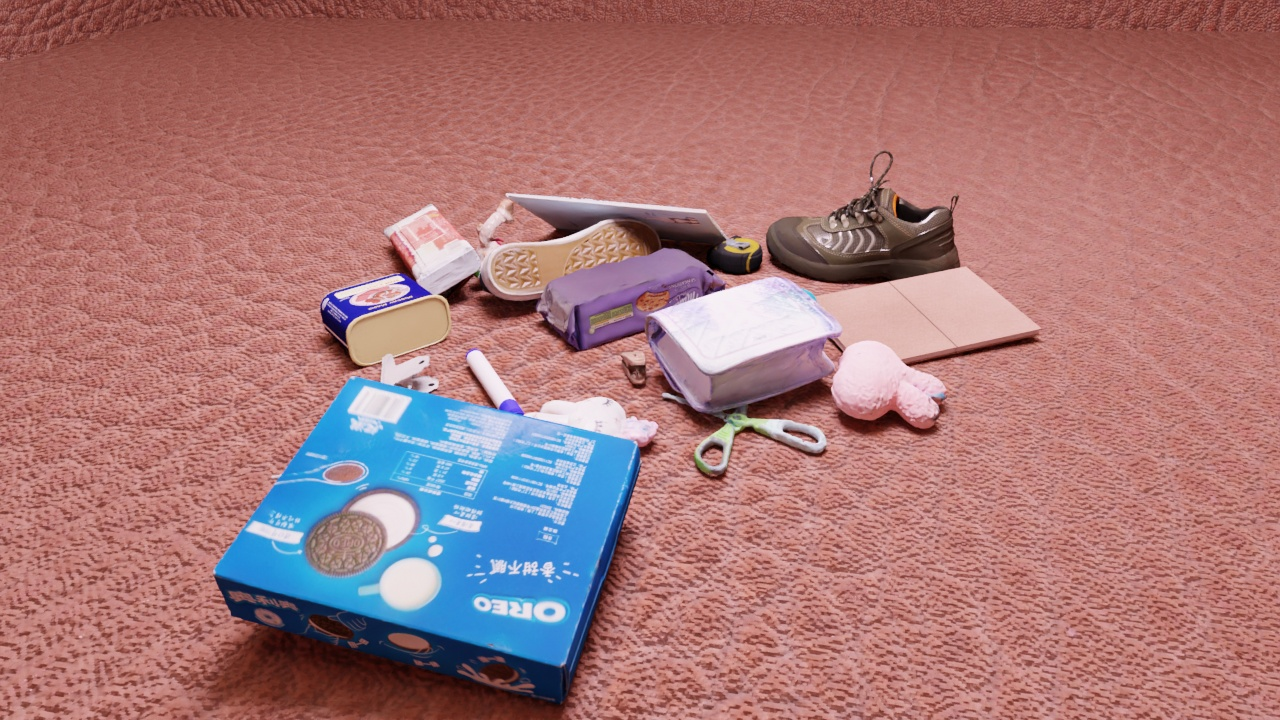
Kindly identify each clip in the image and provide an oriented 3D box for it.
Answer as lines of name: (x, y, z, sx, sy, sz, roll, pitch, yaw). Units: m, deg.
clip: (-0.232, 0.023, 0.922, 0.055, 0.045, 0.101, -13, 32, -5)
clip: (-0.006, 0.001, 0.930, 0.026, 0.052, 0.058, -4, 57, -4)

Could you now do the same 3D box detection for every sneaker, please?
sneaker: (0.268, -0.172, 1.107, 0.238, 0.143, 0.100, 9, 32, 19)
sneaker: (-0.085, -0.112, 1.108, 0.235, 0.087, 0.079, -14, -3, -28)

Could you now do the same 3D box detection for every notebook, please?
notebook: (-0.021, -0.179, 1.173, 0.254, 0.009, 0.181, 7, -3, 16)
notebook: (0.303, -0.049, 1.003, 0.209, 0.008, 0.141, -12, 37, -13)

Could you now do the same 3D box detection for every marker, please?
marker: (-0.144, 0.027, 0.902, 0.020, 0.020, 0.141, -14, 31, -21)

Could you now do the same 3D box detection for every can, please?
can: (-0.281, -0.048, 1.005, 0.116, 0.057, 0.092, -21, 34, -31)

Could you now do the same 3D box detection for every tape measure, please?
tape measure: (0.123, -0.135, 1.159, 0.061, 0.034, 0.061, 23, 38, 33)

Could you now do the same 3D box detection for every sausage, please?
sausage: (-0.225, -0.102, 1.132, 0.020, 0.020, 0.155, 6, 31, 13)

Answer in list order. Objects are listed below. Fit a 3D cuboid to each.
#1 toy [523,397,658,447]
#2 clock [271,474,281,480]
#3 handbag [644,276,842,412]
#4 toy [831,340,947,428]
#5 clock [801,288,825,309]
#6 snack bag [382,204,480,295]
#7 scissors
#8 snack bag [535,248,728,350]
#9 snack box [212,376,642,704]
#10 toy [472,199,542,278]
toy: (-0.046, 0.057, 0.827, 0.123, 0.038, 0.079, 7, 24, 9)
clock: (-0.212, 0.086, 0.760, 0.156, 0.061, 0.103, -26, 39, -33)
handbag: (0.099, -0.020, 0.895, 0.158, 0.069, 0.126, -18, 43, -19)
toy: (0.233, 0.025, 0.861, 0.105, 0.053, 0.108, 21, 35, 16)
clock: (0.139, -0.055, 1.008, 0.099, 0.044, 0.129, -16, 24, -13)
snack bag: (-0.264, -0.141, 1.150, 0.077, 0.041, 0.225, -32, 29, -10)
scissors: (0.094, 0.058, 0.848, 0.172, 0.023, 0.171, 2, 31, 17)
snack bag: (-0.011, -0.078, 1.039, 0.205, 0.058, 0.096, -21, 34, -25)
snack box: (-0.136, 0.115, 0.647, 0.239, 0.056, 0.195, 13, 42, 7)
toy: (-0.178, -0.138, 1.138, 0.074, 0.085, 0.105, -11, 33, 28)
